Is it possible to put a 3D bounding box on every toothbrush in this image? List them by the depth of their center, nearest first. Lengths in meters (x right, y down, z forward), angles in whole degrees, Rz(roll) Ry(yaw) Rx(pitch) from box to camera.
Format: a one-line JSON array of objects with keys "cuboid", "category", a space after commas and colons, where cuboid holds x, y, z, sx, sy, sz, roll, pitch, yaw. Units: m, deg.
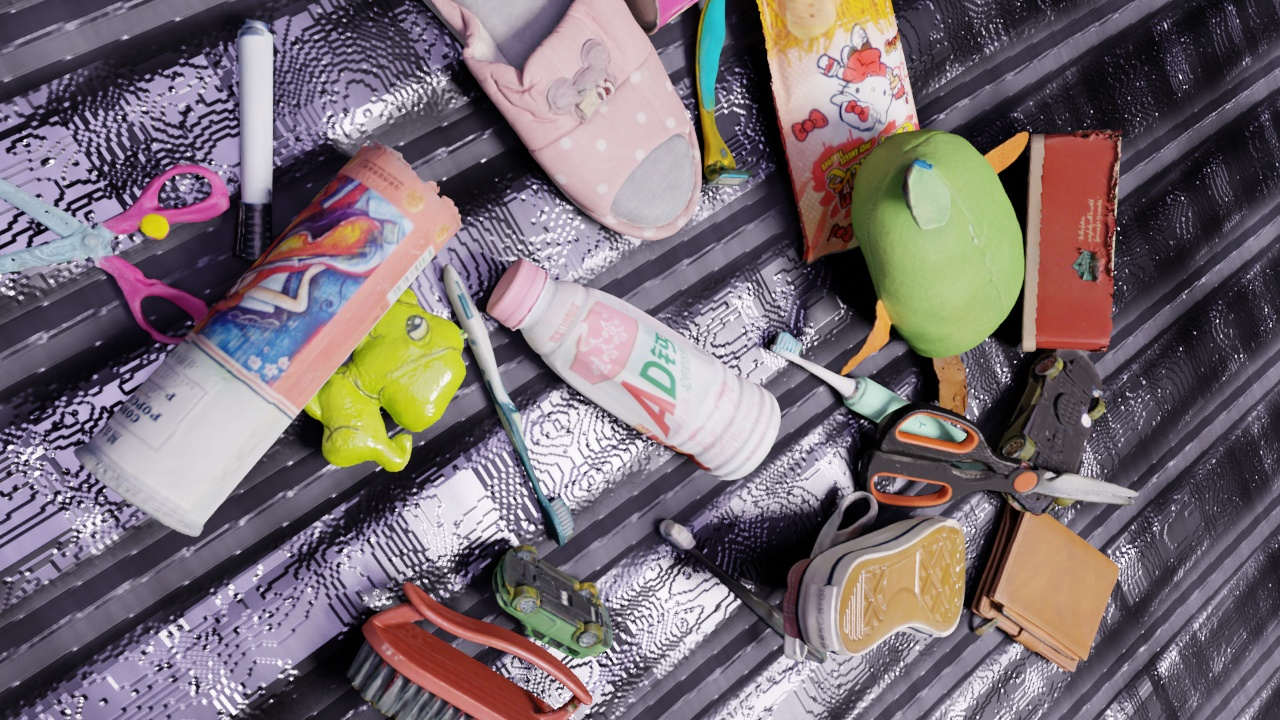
[{"cuboid": [-0.080, 0.029, 0.568, 0.018, 0.016, 0.191, -29, 104, -33], "category": "toothbrush"}, {"cuboid": [0.078, 0.167, 0.650, 0.181, 0.018, 0.015, 43, 66, -23], "category": "toothbrush"}, {"cuboid": [0.184, 0.035, 0.693, 0.224, 0.026, 0.027, 26, 88, -24], "category": "toothbrush"}]

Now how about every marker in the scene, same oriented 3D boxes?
[{"cuboid": [-0.210, -0.118, 0.497, 0.022, 0.018, 0.130, -2, 93, -44], "category": "marker"}]

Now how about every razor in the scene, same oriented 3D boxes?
[{"cuboid": [0.052, -0.185, 0.619, 0.043, 0.028, 0.132, -12, 101, -49], "category": "razor"}]

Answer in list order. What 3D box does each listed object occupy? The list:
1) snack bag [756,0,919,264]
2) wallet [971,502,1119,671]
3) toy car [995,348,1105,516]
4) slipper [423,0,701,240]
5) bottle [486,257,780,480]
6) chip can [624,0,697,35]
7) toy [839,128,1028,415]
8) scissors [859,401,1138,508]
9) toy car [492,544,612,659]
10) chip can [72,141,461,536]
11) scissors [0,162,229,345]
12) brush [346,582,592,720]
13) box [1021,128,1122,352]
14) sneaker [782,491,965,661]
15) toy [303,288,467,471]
[{"cuboid": [0.146, -0.185, 0.654, 0.128, 0.073, 0.208, -26, 110, -24], "category": "snack bag"}, {"cuboid": [0.340, 0.195, 0.769, 0.130, 0.035, 0.119, 34, 77, -22], "category": "wallet"}, {"cuboid": [0.338, 0.055, 0.758, 0.070, 0.042, 0.157, 41, 64, -14], "category": "toy car"}, {"cuboid": [-0.051, -0.189, 0.554, 0.114, 0.054, 0.274, -46, 109, -18], "category": "slipper"}, {"cuboid": [-0.003, 0.003, 0.579, 0.197, 0.068, 0.068, 33, 77, -19], "category": "bottle"}, {"cuboid": [0.068, -0.294, 0.588, 0.210, 0.071, 0.071, -39, 108, -13], "category": "chip can"}, {"cuboid": [0.216, -0.072, 0.655, 0.226, 0.090, 0.247, -54, 137, -11], "category": "toy"}, {"cuboid": [0.274, 0.098, 0.708, 0.235, 0.021, 0.137, 31, 111, -19], "category": "scissors"}, {"cuboid": [-0.055, 0.152, 0.567, 0.036, 0.043, 0.091, -38, 119, 18], "category": "toy car"}, {"cuboid": [-0.187, -0.015, 0.482, 0.071, 0.071, 0.214, 43, 73, -21], "category": "chip can"}, {"cuboid": [-0.274, -0.053, 0.471, 0.133, 0.017, 0.125, -21, 104, -20], "category": "scissors"}, {"cuboid": [-0.098, 0.187, 0.538, 0.146, 0.063, 0.069, 39, 87, -20], "category": "brush"}, {"cuboid": [0.344, -0.090, 0.721, 0.091, 0.079, 0.168, 0, 93, -68], "category": "box"}, {"cuboid": [0.158, 0.154, 0.651, 0.240, 0.088, 0.118, 4, 88, -50], "category": "sneaker"}, {"cuboid": [-0.143, 0.013, 0.526, 0.100, 0.031, 0.096, -24, 89, -17], "category": "toy"}]
